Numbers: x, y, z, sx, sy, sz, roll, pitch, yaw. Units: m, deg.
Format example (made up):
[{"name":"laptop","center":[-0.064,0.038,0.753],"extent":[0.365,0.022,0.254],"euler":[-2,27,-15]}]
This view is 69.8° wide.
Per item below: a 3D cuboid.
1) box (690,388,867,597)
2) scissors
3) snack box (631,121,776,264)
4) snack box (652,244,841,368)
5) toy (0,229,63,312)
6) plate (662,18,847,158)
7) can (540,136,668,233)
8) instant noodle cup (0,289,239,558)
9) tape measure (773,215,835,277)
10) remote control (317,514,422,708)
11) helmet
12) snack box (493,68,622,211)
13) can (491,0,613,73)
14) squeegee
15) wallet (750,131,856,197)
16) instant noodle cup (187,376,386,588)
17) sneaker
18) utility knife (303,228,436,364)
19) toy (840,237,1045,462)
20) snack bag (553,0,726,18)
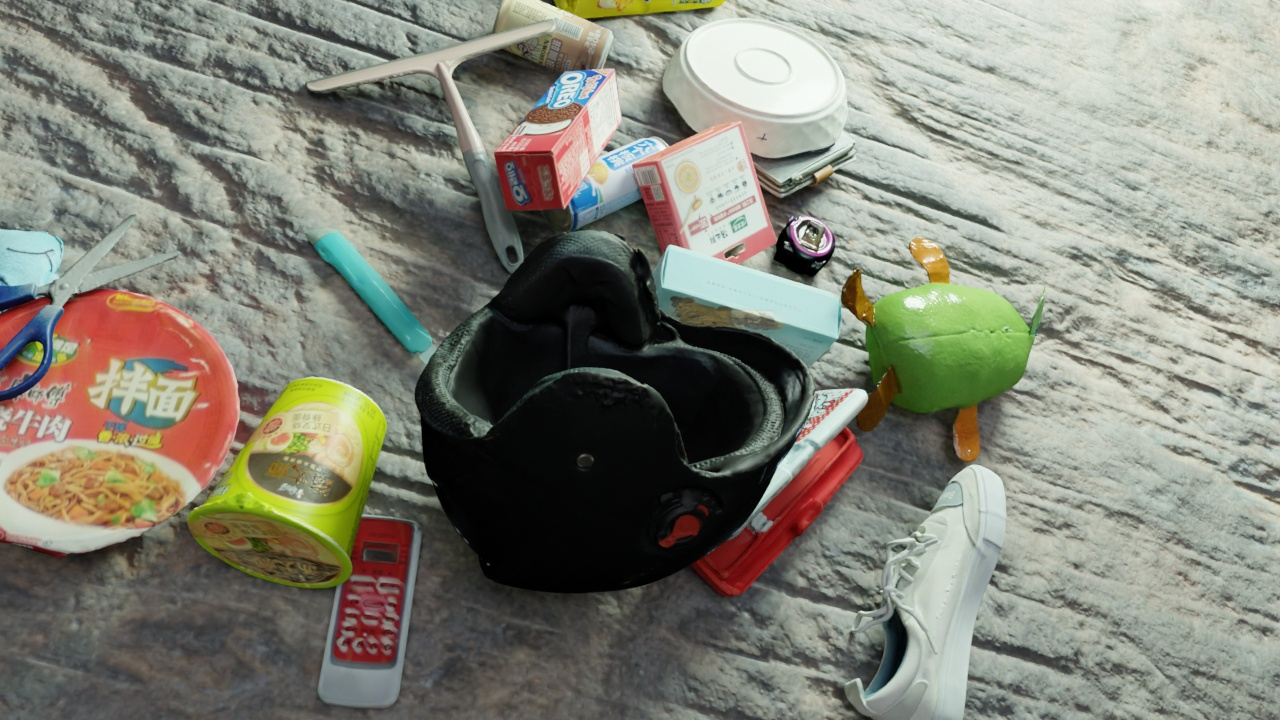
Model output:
[{"name":"box","center":[0.117,0.095,0.764],"extent":[0.095,0.099,0.200],"euler":[46,60,9]},{"name":"scissors","center":[-0.416,-0.044,0.635],"extent":[0.163,0.012,0.162],"euler":[8,59,-14]},{"name":"snack box","center":[0.064,-0.151,0.889],"extent":[0.113,0.044,0.127],"euler":[-30,111,-30]},{"name":"snack box","center":[0.090,-0.044,0.843],"extent":[0.175,0.074,0.051],"euler":[16,59,-10]},{"name":"toy","center":[-0.494,-0.034,0.658],"extent":[0.156,0.050,0.161],"euler":[-17,65,-28]},{"name":"plate","center":[0.128,-0.300,0.985],"extent":[0.205,0.046,0.204],"euler":[5,51,-6]},{"name":"can","center":[-0.030,-0.170,0.882],"extent":[0.134,0.053,0.053],"euler":[-31,76,-29]},{"name":"instant noodle cup","center":[-0.383,0.048,0.642],"extent":[0.193,0.066,0.193],"euler":[8,60,-15]},{"name":"tape measure","center":[0.167,-0.117,0.928],"extent":[0.057,0.039,0.057],"euler":[26,58,-4]},{"name":"remote control","center":[-0.193,0.179,0.662],"extent":[0.056,0.020,0.135],"euler":[10,60,-14]},{"name":"helmet","center":[-0.021,0.051,0.659],"extent":[0.274,0.231,0.233],"euler":[4,32,-7]},{"name":"snack box","center":[-0.069,-0.206,0.842],"extent":[0.057,0.058,0.206],"euler":[2,36,16]},{"name":"can","center":[-0.090,-0.332,0.944],"extent":[0.116,0.059,0.058],"euler":[20,59,-7]},{"name":"squeegee","center":[-0.155,-0.195,0.847],"extent":[0.247,0.040,0.249],"euler":[-19,78,-12]},{"name":"wallet","center":[0.159,-0.226,0.986],"extent":[0.129,0.037,0.106],"euler":[-32,66,-30]},{"name":"instant noodle cup","center":[-0.240,0.081,0.654],"extent":[0.111,0.112,0.123],"euler":[19,51,-9]},{"name":"sneaker","center":[0.234,0.189,0.766],"extent":[0.091,0.090,0.241],"euler":[24,64,0]},{"name":"utility knife","center":[-0.219,-0.048,0.777],"extent":[0.029,0.013,0.187],"euler":[-37,77,-29]},{"name":"toy","center":[0.289,-0.014,0.884],"extent":[0.246,0.090,0.227],"euler":[-3,81,-27]},{"name":"snack bag","center":[-0.012,-0.472,1.041],"extent":[0.246,0.068,0.158],"euler":[-15,69,-26]}]
